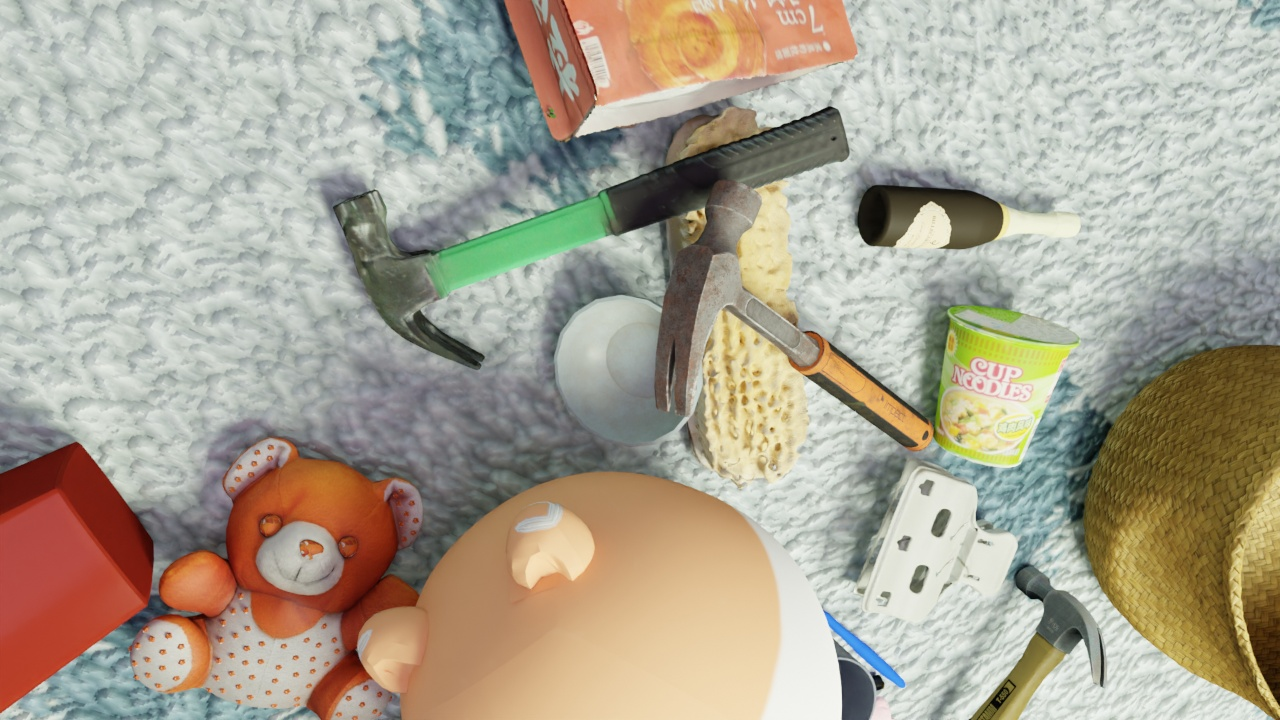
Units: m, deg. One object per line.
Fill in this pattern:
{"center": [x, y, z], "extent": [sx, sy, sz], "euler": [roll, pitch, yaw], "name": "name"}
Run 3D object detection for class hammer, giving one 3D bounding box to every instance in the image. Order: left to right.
{"center": [-0.023, -0.092, 0.587], "extent": [0.319, 0.032, 0.130], "euler": [-19, 105, 3], "name": "hammer"}
{"center": [0.122, 0.014, 0.636], "extent": [0.314, 0.035, 0.137], "euler": [30, 78, -43], "name": "hammer"}
{"center": [0.284, 0.344, 0.797], "extent": [0.025, 0.118, 0.333], "euler": [29, 98, -22], "name": "hammer"}

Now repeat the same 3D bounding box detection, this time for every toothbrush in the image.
{"center": [0.171, 0.226, 0.774], "extent": [0.182, 0.016, 0.018], "euler": [43, 82, -21], "name": "toothbrush"}

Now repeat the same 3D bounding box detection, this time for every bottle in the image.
{"center": [0.259, -0.108, 0.707], "extent": [0.184, 0.045, 0.045], "euler": [0, 103, -17], "name": "bottle"}

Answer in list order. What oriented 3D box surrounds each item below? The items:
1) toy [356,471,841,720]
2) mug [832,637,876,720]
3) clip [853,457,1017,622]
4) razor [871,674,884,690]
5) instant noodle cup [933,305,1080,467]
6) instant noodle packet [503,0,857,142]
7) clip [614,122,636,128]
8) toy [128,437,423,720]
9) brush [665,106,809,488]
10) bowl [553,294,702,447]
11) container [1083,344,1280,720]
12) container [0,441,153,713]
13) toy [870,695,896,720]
{"center": [-0.020, 0.198, 0.566], "extent": [0.263, 0.265, 0.280], "euler": [-37, 123, 17], "name": "toy"}
{"center": [0.113, 0.225, 0.708], "extent": [0.083, 0.104, 0.124], "euler": [-24, 108, -11], "name": "mug"}
{"center": [0.238, 0.148, 0.765], "extent": [0.152, 0.096, 0.126], "euler": [14, 100, -41], "name": "clip"}
{"center": [0.143, 0.288, 0.779], "extent": [0.144, 0.022, 0.043], "euler": [-9, 130, -21], "name": "razor"}
{"center": [0.279, 0.021, 0.723], "extent": [0.098, 0.099, 0.108], "euler": [3, 109, -18], "name": "instant noodle cup"}
{"center": [0.030, -0.248, 0.578], "extent": [0.220, 0.084, 0.164], "euler": [-20, 91, -21], "name": "instant noodle packet"}
{"center": [-0.029, -0.167, 0.606], "extent": [0.060, 0.041, 0.024], "euler": [6, 102, -13], "name": "clip"}
{"center": [-0.221, 0.146, 0.591], "extent": [0.163, 0.093, 0.172], "euler": [19, 94, -15], "name": "toy"}
{"center": [0.068, -0.040, 0.657], "extent": [0.083, 0.056, 0.271], "euler": [-10, 106, -16], "name": "brush"}
{"center": [-0.004, 0.004, 0.638], "extent": [0.106, 0.039, 0.106], "euler": [5, 106, 19], "name": "bowl"}
{"center": [0.547, 0.134, 0.776], "extent": [0.306, 0.196, 0.307], "euler": [-4, 104, -15], "name": "container"}
{"center": [-0.389, 0.146, 0.509], "extent": [0.200, 0.148, 0.127], "euler": [-32, 111, -18], "name": "container"}
{"center": [0.199, 0.345, 0.795], "extent": [0.079, 0.038, 0.123], "euler": [-3, 106, 5], "name": "toy"}
